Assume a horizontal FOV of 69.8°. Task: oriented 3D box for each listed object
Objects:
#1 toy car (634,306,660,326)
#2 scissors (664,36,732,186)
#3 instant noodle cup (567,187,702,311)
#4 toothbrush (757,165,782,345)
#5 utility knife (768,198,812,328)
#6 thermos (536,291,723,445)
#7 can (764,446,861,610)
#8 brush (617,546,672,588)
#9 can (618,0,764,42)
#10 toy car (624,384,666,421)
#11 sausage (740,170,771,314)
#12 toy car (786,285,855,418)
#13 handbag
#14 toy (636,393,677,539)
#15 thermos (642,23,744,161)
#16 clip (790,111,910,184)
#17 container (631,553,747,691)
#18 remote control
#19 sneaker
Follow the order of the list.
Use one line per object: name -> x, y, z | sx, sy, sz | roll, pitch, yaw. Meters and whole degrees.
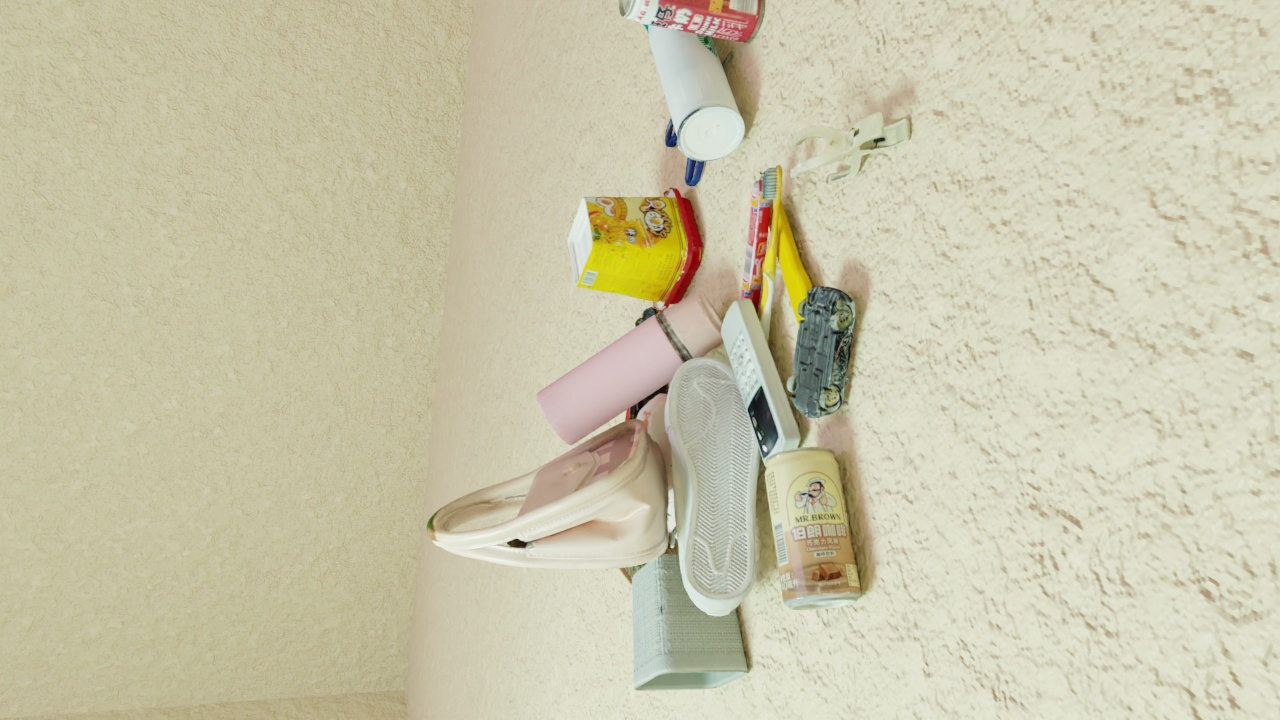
toy car -> 0.006, -0.012, 1.102 | 0.048, 0.032, 0.105 | -158, 83, -69
scissors -> 0.062, -0.275, 1.015 | 0.175, 0.012, 0.162 | 165, 108, -68
instant noodle cup -> -0.010, -0.127, 1.028 | 0.116, 0.123, 0.116 | 117, 149, -49
toothbrush -> 0.110, -0.077, 0.809 | 0.016, 0.018, 0.192 | -109, 19, -63
utility knife -> 0.132, -0.082, 0.789 | 0.033, 0.015, 0.153 | 106, 158, -56
thermos -> -0.006, 0.005, 0.933 | 0.067, 0.199, 0.087 | 56, -175, 0
can -> 0.131, 0.129, 0.704 | 0.059, 0.058, 0.116 | 131, 138, -59
brush -> 0.004, 0.226, 1.043 | 0.145, 0.063, 0.073 | 37, 151, 64
can -> 0.049, -0.344, 0.884 | 0.053, 0.132, 0.053 | -178, 91, -70
toy car -> 0.006, 0.043, 1.068 | 0.031, 0.049, 0.106 | -176, 88, -68
sausage -> 0.104, -0.096, 0.833 | 0.020, 0.020, 0.156 | -119, 27, -55
toy car -> 0.144, -0.006, 0.720 | 0.049, 0.031, 0.106 | 33, 121, 57
handbag -> -0.090, 0.140, 0.884 | 0.193, 0.234, 0.093 | -71, -33, -79
toy -> 0.030, 0.115, 0.995 | 0.121, 0.054, 0.159 | 179, 87, -67
thermos -> 0.052, -0.307, 0.949 | 0.073, 0.073, 0.223 | 117, 150, -48
clip -> 0.168, -0.163, 0.706 | 0.105, 0.084, 0.034 | -6, 80, 45
container -> 0.042, 0.253, 0.889 | 0.090, 0.090, 0.114 | 125, 146, -54
remote control -> 0.103, 0.020, 0.815 | 0.058, 0.021, 0.150 | 107, 151, -58
sneaker -> 0.069, 0.116, 0.851 | 0.091, 0.089, 0.241 | 83, -174, -61
